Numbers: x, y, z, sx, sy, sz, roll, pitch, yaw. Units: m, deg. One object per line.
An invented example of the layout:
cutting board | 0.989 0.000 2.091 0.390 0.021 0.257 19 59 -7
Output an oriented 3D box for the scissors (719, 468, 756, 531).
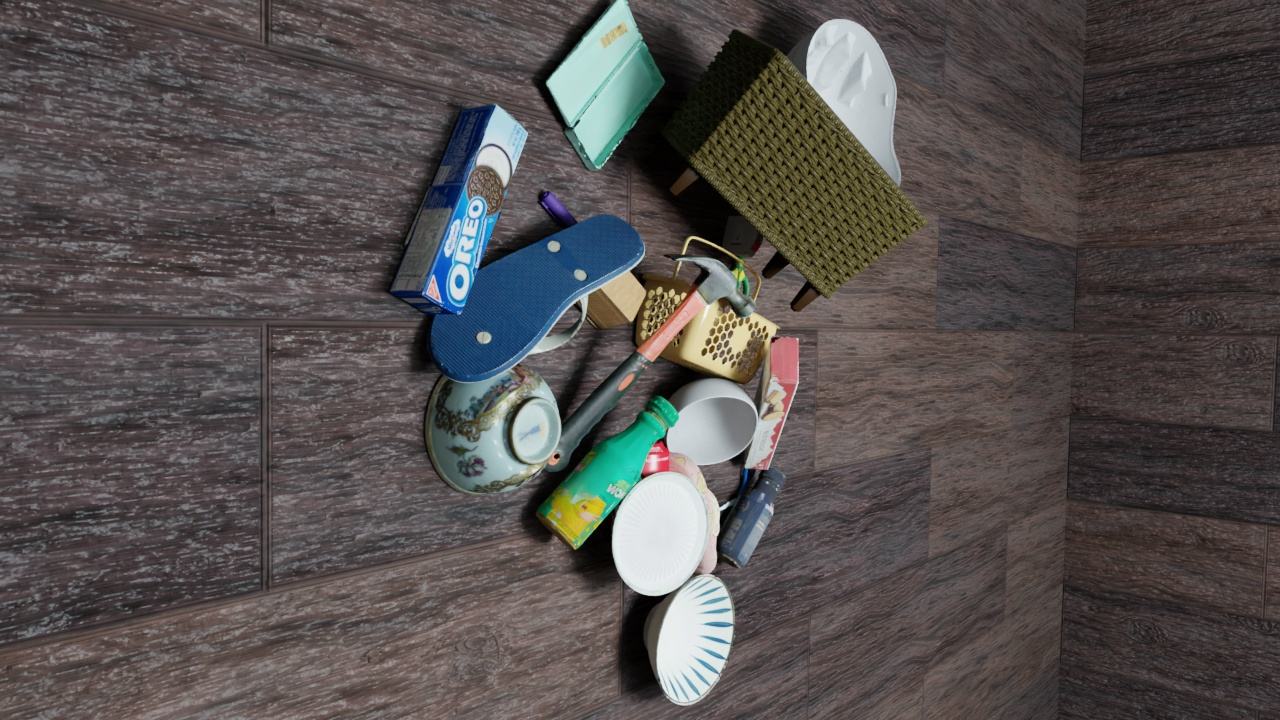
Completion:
scissors | 0.152 0.205 1.425 0.133 0.015 0.104 -17 109 -43

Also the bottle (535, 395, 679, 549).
bottle | -0.034 0.131 1.118 0.209 0.068 0.068 -47 127 -16

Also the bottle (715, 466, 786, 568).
bottle | 0.169 0.236 1.397 0.056 0.056 0.160 48 66 -39

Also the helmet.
helmet | 0.297 -0.375 1.413 0.223 0.184 0.283 -20 118 -42

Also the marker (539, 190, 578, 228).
marker | -0.080 -0.159 1.127 0.018 0.015 0.134 -46 131 -2

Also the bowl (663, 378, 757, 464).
bowl | 0.091 0.077 1.272 0.132 0.132 0.064 49 15 -39

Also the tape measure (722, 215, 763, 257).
tape measure | 0.152 -0.186 1.358 0.020 0.060 0.062 22 79 -48

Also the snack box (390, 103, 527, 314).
snack box | -0.189 -0.160 0.968 0.059 0.060 0.226 37 65 -48

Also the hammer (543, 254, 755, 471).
hammer | -0.007 0.007 1.117 0.333 0.033 0.133 -48 120 -6

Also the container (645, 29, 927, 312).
container | 0.179 -0.236 1.215 0.205 0.176 0.321 -45 118 12

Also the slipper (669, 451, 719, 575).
slipper | 0.073 0.205 1.271 0.081 0.093 0.197 -36 121 -43

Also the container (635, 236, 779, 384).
container | 0.098 -0.069 1.254 0.183 0.129 0.167 22 85 -47

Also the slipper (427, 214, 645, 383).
slipper | -0.117 -0.070 1.029 0.294 0.118 0.060 -38 165 -28

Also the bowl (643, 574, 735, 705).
bowl | 0.053 0.379 1.275 0.177 0.071 0.177 -5 97 -49

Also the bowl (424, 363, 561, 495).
bowl | -0.144 0.073 1.007 0.159 0.094 0.160 -5 97 -49

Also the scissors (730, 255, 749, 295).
scissors | 0.145 -0.149 1.391 0.070 0.014 0.130 1 93 -49

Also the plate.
plate | 0.025 0.218 1.159 0.156 0.014 0.157 -3 95 -37

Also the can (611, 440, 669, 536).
can | 0.000 0.176 1.195 0.074 0.075 0.142 -3 95 -49

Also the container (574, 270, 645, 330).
container | -0.047 -0.092 1.133 0.114 0.061 0.063 48 58 -40

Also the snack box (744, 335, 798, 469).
snack box | 0.186 0.067 1.307 0.273 0.044 0.076 92 4 -58

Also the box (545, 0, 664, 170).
box | -0.043 -0.347 1.145 0.186 0.033 0.136 -58 132 -30
